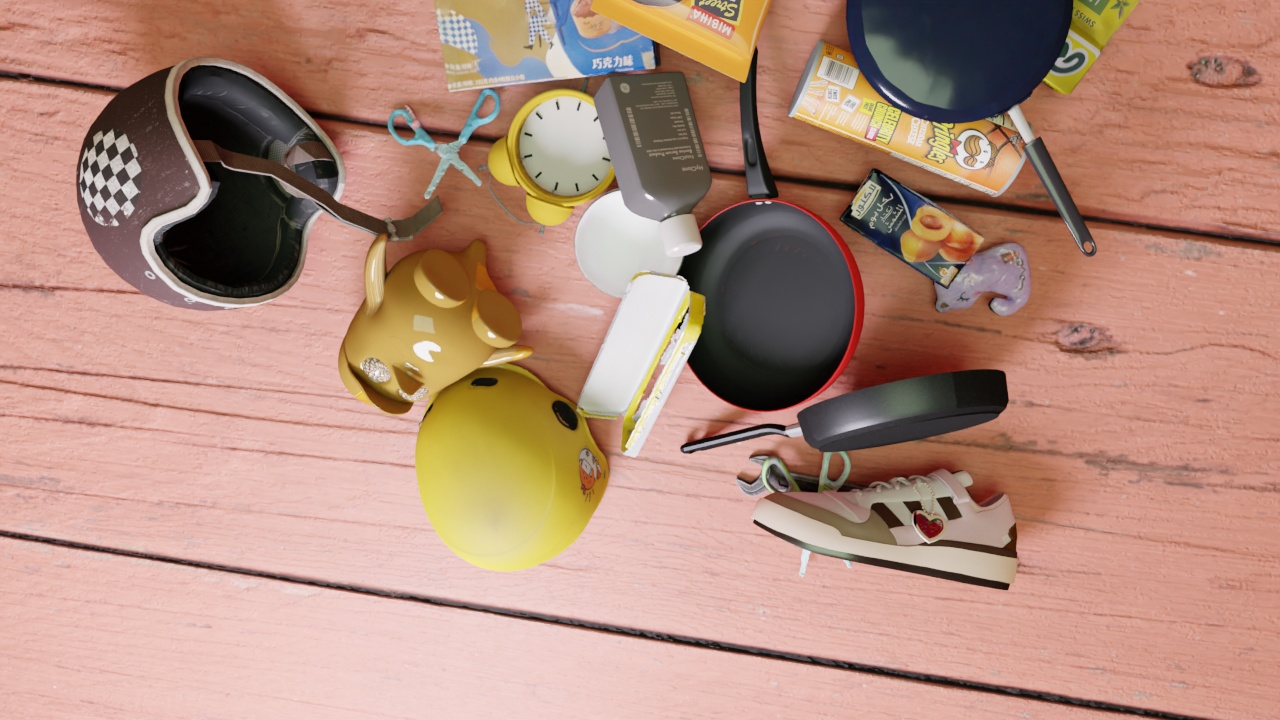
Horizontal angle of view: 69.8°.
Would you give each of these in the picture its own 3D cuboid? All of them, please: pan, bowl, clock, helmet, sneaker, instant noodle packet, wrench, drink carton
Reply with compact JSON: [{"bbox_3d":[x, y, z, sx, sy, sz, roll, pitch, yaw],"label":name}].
[{"bbox_3d":[0.325,-0.246,0.823,0.199,0.021,0.356,-31,98,6],"label":"pan"},{"bbox_3d":[-0.008,-0.125,0.946,0.113,0.063,0.113,2,110,5],"label":"bowl"},{"bbox_3d":[0.122,-0.127,0.907,0.209,0.067,0.356,3,96,38],"label":"pan"},{"bbox_3d":[-0.086,-0.206,0.934,0.152,0.052,0.113,-41,101,12],"label":"clock"},{"bbox_3d":[-0.157,0.129,1.009,0.209,0.139,0.240,-29,104,14],"label":"helmet"},{"bbox_3d":[0.198,0.071,0.951,0.357,0.203,0.044,-17,75,31],"label":"pan"},{"bbox_3d":[0.270,0.162,0.991,0.294,0.112,0.116,12,85,-1],"label":"sneaker"},{"bbox_3d":[-0.399,-0.166,0.892,0.254,0.232,0.234,-32,89,25],"label":"helmet"},{"bbox_3d":[0.065,-0.387,0.823,0.159,0.032,0.221,18,95,-21],"label":"instant noodle packet"},{"bbox_3d":[0.246,0.154,1.047,0.273,0.010,0.070,11,110,2],"label":"wrench"},{"bbox_3d":[0.268,-0.132,0.912,0.130,0.040,0.064,35,109,10],"label":"drink carton"}]

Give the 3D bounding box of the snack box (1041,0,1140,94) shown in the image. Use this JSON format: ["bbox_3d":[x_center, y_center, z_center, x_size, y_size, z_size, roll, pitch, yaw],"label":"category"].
[{"bbox_3d":[0.400,-0.352,0.836,0.121,0.045,0.181,33,109,-7],"label":"snack box"}]

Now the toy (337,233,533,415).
[{"bbox_3d":[-0.238,-0.021,0.963,0.204,0.162,0.198,-36,121,27],"label":"toy"}]

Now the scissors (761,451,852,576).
[{"bbox_3d":[0.192,0.172,1.048,0.139,0.028,0.170,4,106,0],"label":"scissors"}]

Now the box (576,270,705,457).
[{"bbox_3d":[0.002,0.013,0.953,0.079,0.080,0.210,6,133,-23],"label":"box"}]

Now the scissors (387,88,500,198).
[{"bbox_3d":[-0.193,-0.231,0.934,0.135,0.015,0.135,-45,77,-2],"label":"scissors"}]

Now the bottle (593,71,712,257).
[{"bbox_3d":[0.020,-0.186,0.879,0.083,0.046,0.173,-12,82,-24],"label":"bottle"}]

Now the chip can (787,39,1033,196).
[{"bbox_3d":[0.256,-0.230,0.877,0.215,0.075,0.075,21,110,-2],"label":"chip can"}]

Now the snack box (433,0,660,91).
[{"bbox_3d":[-0.090,-0.347,0.873,0.203,0.069,0.155,-4,107,7],"label":"snack box"}]

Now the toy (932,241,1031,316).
[{"bbox_3d":[0.350,-0.079,0.941,0.100,0.036,0.080,-14,105,9],"label":"toy"}]
